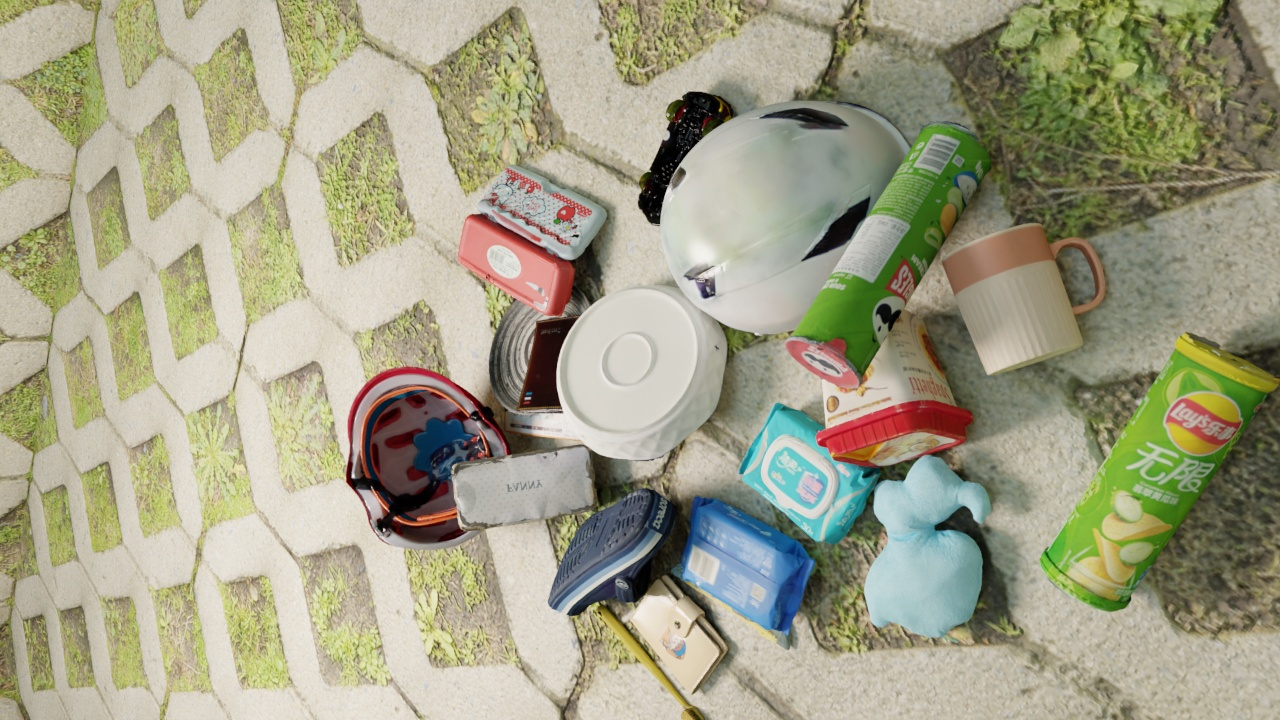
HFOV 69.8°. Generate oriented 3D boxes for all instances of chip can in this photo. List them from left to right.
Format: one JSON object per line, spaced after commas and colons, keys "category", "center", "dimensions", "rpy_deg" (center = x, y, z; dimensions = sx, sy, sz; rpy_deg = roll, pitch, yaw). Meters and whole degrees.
{"category": "chip can", "center": [0.213, -0.092, 0.781], "dimensions": [0.072, 0.072, 0.235], "rpy_deg": [25, 76, 38]}
{"category": "chip can", "center": [0.391, 0.091, 0.704], "dimensions": [0.072, 0.072, 0.222], "rpy_deg": [37, 115, 34]}

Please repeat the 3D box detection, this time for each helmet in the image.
{"category": "helmet", "center": [-0.271, 0.126, 1.219], "dimensions": [0.207, 0.144, 0.240], "rpy_deg": [-25, 84, 6]}
{"category": "helmet", "center": [0.120, -0.143, 0.884], "dimensions": [0.259, 0.145, 0.229], "rpy_deg": [-24, 76, 39]}

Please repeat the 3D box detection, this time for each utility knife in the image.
{"category": "utility knife", "center": [0.099, 0.263, 1.006], "dimensions": [0.167, 0.018, 0.031], "rpy_deg": [26, 102, 42]}

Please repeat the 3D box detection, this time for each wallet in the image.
{"category": "wallet", "center": [-0.101, 0.005, 1.109], "dimensions": [0.096, 0.020, 0.122], "rpy_deg": [-2, 70, 38]}
{"category": "wallet", "center": [0.043, 0.310, 1.047], "dimensions": [0.115, 0.024, 0.087], "rpy_deg": [46, 118, 32]}

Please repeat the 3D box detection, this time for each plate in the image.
{"category": "plate", "center": [-0.123, -0.015, 1.161], "dimensions": [0.180, 0.024, 0.179], "rpy_deg": [-14, 65, 33]}
{"category": "plate", "center": [-0.006, 0.006, 1.011], "dimensions": [0.205, 0.045, 0.204], "rpy_deg": [-11, 65, 23]}

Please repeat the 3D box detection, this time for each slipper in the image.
{"category": "slipper", "center": [-0.021, 0.226, 1.060], "dimensions": [0.095, 0.104, 0.254], "rpy_deg": [33, 137, -9]}

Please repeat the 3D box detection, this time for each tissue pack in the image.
{"category": "tissue pack", "center": [0.110, 0.212, 0.966], "dimensions": [0.157, 0.052, 0.095], "rpy_deg": [24, 109, 38]}
{"category": "tissue pack", "center": [0.165, 0.112, 0.915], "dimensions": [0.133, 0.050, 0.093], "rpy_deg": [38, 116, 34]}

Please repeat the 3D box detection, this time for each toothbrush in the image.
{"category": "toothbrush", "center": [0.007, 0.359, 1.084], "dimensions": [0.190, 0.016, 0.016], "rpy_deg": [42, 116, 32]}

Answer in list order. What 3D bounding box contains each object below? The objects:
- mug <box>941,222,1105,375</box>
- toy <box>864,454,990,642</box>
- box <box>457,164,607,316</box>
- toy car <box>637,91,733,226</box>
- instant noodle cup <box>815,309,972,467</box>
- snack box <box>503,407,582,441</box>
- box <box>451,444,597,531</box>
{"category": "mug", "center": [0.324, -0.054, 0.761], "dimensions": [0.115, 0.081, 0.106], "rpy_deg": [-18, 80, 10]}
{"category": "toy", "center": [0.260, 0.179, 0.836], "dimensions": [0.162, 0.049, 0.156], "rpy_deg": [-39, 68, 31]}
{"category": "box", "center": [-0.144, -0.157, 1.168], "dimensions": [0.201, 0.058, 0.161], "rpy_deg": [31, 100, 35]}
{"category": "toy car", "center": [0.046, -0.221, 1.014], "dimensions": [0.071, 0.041, 0.156], "rpy_deg": [39, 114, 34]}
{"category": "instant noodle cup", "center": [0.221, 0.023, 0.832], "dimensions": [0.117, 0.116, 0.124], "rpy_deg": [-26, 62, 39]}
{"category": "snack box", "center": [-0.116, 0.060, 1.175], "dimensions": [0.154, 0.026, 0.075], "rpy_deg": [2, 92, 41]}
{"category": "box", "center": [-0.132, 0.151, 1.109], "dimensions": [0.062, 0.184, 0.089], "rpy_deg": [138, 126, -80]}
